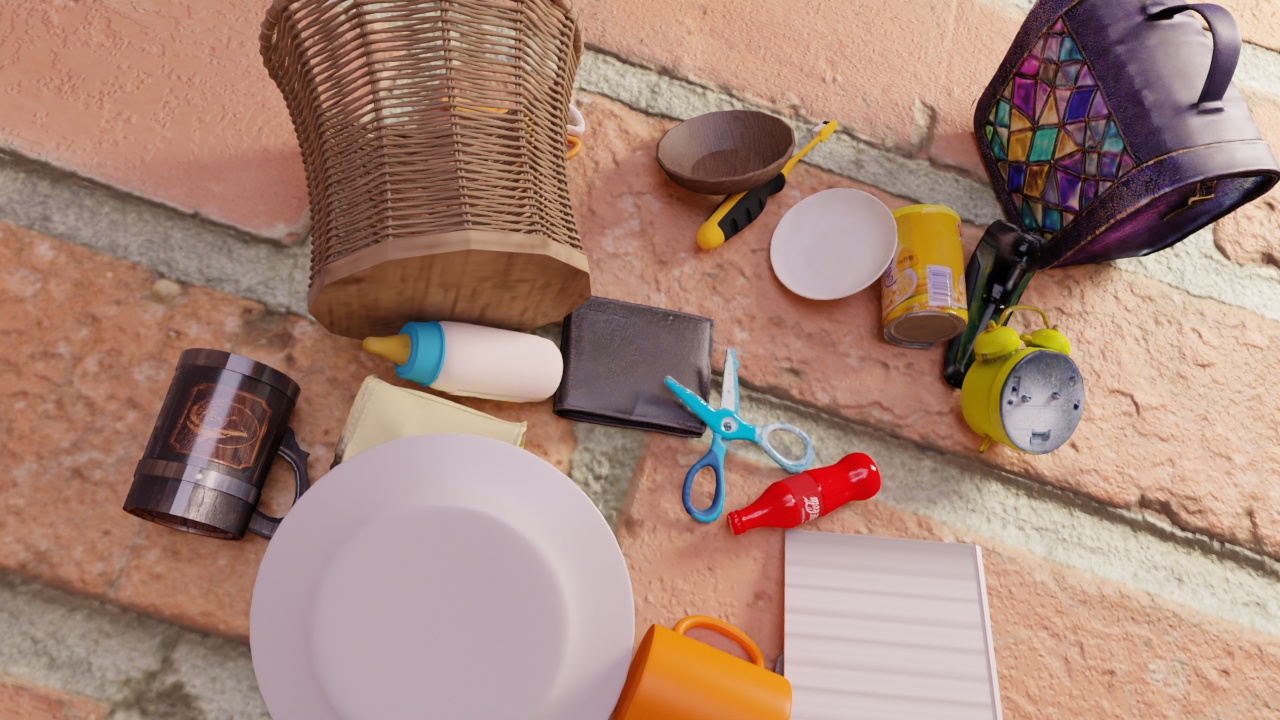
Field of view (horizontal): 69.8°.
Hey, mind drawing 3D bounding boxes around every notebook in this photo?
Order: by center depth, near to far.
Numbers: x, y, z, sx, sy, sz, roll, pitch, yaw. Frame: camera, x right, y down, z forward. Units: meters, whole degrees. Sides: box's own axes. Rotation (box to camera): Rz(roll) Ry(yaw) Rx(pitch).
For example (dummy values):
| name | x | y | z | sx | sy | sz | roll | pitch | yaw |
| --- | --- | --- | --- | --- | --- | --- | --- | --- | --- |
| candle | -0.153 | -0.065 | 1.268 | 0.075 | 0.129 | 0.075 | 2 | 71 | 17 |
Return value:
| name | x | y | z | sx | sy | sz | roll | pitch | yaw |
| --- | --- | --- | --- | --- | --- | --- | --- | --- | --- |
| notebook | 0.169 | 0.217 | 0.621 | 0.142 | 0.009 | 0.209 | 4 | 54 | 4 |

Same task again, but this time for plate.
| name | x | y | z | sx | sy | sz | roll | pitch | yaw |
| --- | --- | --- | --- | --- | --- | --- | --- | --- | --- |
| plate | -0.124 | 0.167 | 0.576 | 0.242 | 0.016 | 0.242 | 0 | 89 | -3 |
| plate | 0.162 | -0.092 | 0.763 | 0.104 | 0.026 | 0.104 | -10 | 63 | 21 |

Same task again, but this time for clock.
| name | x | y | z | sx | sy | sz | roll | pitch | yaw |
| --- | --- | --- | --- | --- | --- | --- | --- | --- | --- |
| clock | 0.299 | 0.016 | 0.717 | 0.083 | 0.057 | 0.119 | 2 | 96 | -21 |

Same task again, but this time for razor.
| name | x | y | z | sx | sy | sz | roll | pitch | yaw |
| --- | --- | --- | --- | --- | --- | --- | --- | --- | --- |
| razor | 0.291 | -0.047 | 0.761 | 0.054 | 0.067 | 0.151 | 26 | 74 | 4 |

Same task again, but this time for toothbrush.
| name | x | y | z | sx | sy | sz | roll | pitch | yaw |
| --- | --- | --- | --- | --- | --- | --- | --- | --- | --- |
| toothbrush | 0.114 | -0.156 | 0.795 | 0.031 | 0.031 | 0.196 | 25 | 57 | 37 |

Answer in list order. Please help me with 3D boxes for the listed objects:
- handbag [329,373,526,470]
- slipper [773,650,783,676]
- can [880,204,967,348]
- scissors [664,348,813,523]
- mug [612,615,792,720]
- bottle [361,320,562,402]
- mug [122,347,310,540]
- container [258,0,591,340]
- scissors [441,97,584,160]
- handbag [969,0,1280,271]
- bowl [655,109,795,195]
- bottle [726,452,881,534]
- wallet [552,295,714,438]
| name | x | y | z | sx | sy | sz | roll | pitch | yaw |
| --- | --- | --- | --- | --- | --- | --- | --- | --- | --- |
| handbag | -0.148 | 0.079 | 0.627 | 0.119 | 0.081 | 0.111 | 17 | 73 | -4 |
| slipper | 0.185 | 0.298 | 0.600 | 0.098 | 0.055 | 0.269 | -34 | 62 | -23 |
| can | 0.232 | -0.070 | 0.757 | 0.067 | 0.068 | 0.105 | 7 | 67 | -7 |
| scissors | 0.064 | 0.062 | 0.691 | 0.134 | 0.011 | 0.137 | 38 | 74 | -12 |
| mug | 0.043 | 0.216 | 0.609 | 0.096 | 0.078 | 0.112 | 23 | 38 | 0 |
| bottle | -0.126 | -0.001 | 0.646 | 0.146 | 0.051 | 0.051 | 10 | 63 | -38 |
| mug | -0.269 | 0.064 | 0.618 | 0.115 | 0.080 | 0.107 | 25 | 64 | -28 |
| container | -0.139 | -0.132 | 0.640 | 0.226 | 0.227 | 0.196 | -6 | 75 | -12 |
| scissors | -0.110 | -0.208 | 0.786 | 0.128 | 0.013 | 0.064 | 16 | 65 | -4 |
| handbag | 0.396 | -0.200 | 0.754 | 0.125 | 0.222 | 0.204 | -9 | 69 | -13 |
| bowl | 0.073 | -0.171 | 0.775 | 0.118 | 0.030 | 0.117 | -6 | 42 | 5 |
| bottle | 0.120 | 0.102 | 0.683 | 0.119 | 0.036 | 0.036 | -18 | 72 | -16 |
| wallet | -0.004 | 0.004 | 0.709 | 0.120 | 0.031 | 0.099 | 9 | 69 | -9 |
